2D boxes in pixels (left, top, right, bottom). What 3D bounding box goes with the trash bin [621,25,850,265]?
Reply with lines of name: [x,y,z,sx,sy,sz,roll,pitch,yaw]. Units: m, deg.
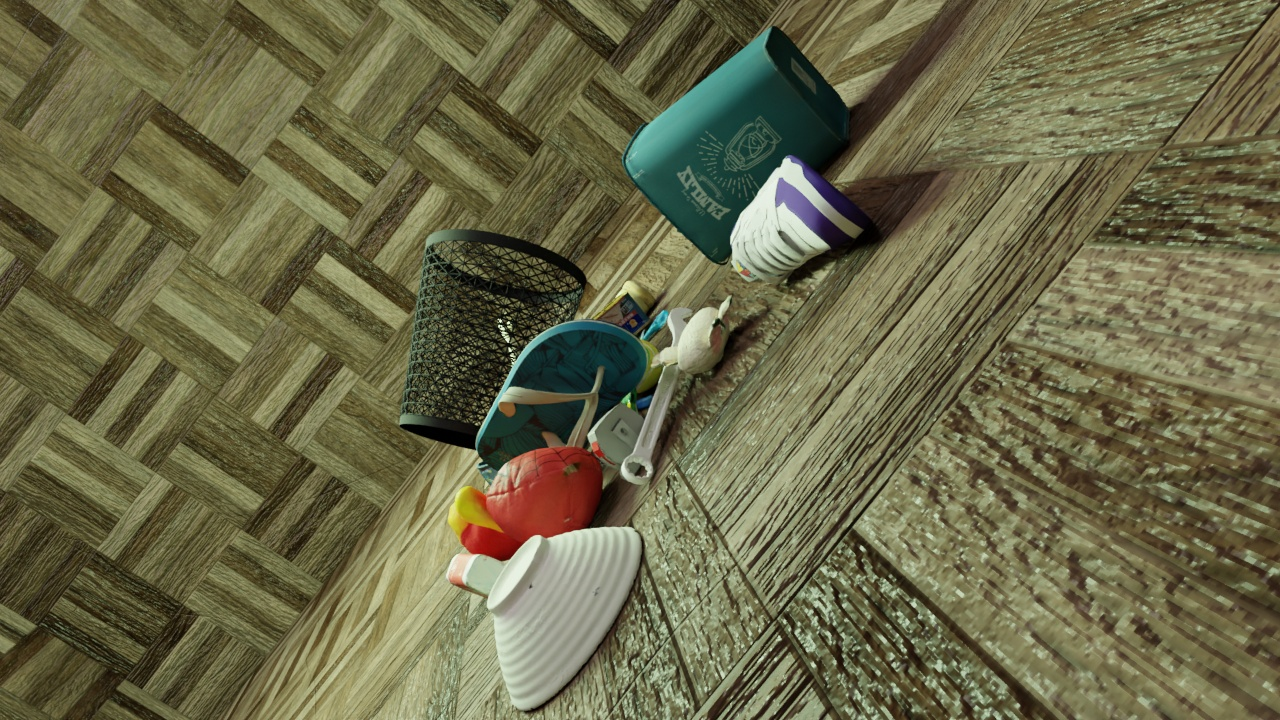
trash bin: [0.129,-0.278,1.155,0.219,0.196,0.198,-38,18,31]

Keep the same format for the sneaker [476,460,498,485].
sneaker: [-0.149,0.099,1.330,0.235,0.079,0.087,-51,11,7]

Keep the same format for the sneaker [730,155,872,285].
sneaker: [0.136,-0.123,0.882,0.111,0.092,0.244,-51,7,7]

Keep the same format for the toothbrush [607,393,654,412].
toothbrush: [-0.013,0.053,1.095,0.016,0.017,0.190,-61,14,-17]

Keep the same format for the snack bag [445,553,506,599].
snack bag: [-0.155,0.229,0.957,0.116,0.077,0.036,-26,40,66]

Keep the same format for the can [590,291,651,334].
can: [-0.040,-0.051,1.359,0.099,0.059,0.054,-41,7,-17]

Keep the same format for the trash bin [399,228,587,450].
trash bin: [-0.202,-0.014,1.196,0.217,0.217,0.243,157,128,-67]

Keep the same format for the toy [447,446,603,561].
toy: [-0.116,0.154,0.977,0.147,0.098,0.217,-19,-9,-35]

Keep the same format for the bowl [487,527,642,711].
bowl: [-0.081,0.199,0.781,0.177,0.071,0.177,-49,12,14]

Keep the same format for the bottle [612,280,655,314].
bottle: [-0.044,-0.045,1.419,0.162,0.056,0.056,-54,11,-9]

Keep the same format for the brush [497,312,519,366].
brush: [-0.168,0.045,1.297,0.077,0.062,0.271,-23,59,15]

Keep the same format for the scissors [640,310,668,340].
scissors: [-0.003,-0.019,1.289,0.128,0.014,0.133,-44,14,42]

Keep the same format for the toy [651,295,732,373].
toy: [0.061,-0.020,0.945,0.113,0.050,0.087,-49,13,38]

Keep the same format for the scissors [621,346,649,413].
scissors: [-0.010,0.038,1.011,0.126,0.011,0.131,116,155,-50]

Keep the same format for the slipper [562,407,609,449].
slipper: [-0.096,0.055,1.136,0.214,0.103,0.059,-66,21,6]

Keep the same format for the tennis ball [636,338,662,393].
tennis ball: [-0.006,0.006,1.091,0.065,0.065,0.065,-49,12,14]

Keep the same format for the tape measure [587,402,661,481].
tape measure: [-0.017,0.079,0.923,0.060,0.062,0.020,-55,11,-31]

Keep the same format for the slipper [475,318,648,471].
slipper: [-0.104,0.056,1.003,0.296,0.118,0.060,-47,12,40]

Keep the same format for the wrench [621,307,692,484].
wrench: [0.026,0.029,0.960,0.272,0.047,0.009,-68,2,-49]
